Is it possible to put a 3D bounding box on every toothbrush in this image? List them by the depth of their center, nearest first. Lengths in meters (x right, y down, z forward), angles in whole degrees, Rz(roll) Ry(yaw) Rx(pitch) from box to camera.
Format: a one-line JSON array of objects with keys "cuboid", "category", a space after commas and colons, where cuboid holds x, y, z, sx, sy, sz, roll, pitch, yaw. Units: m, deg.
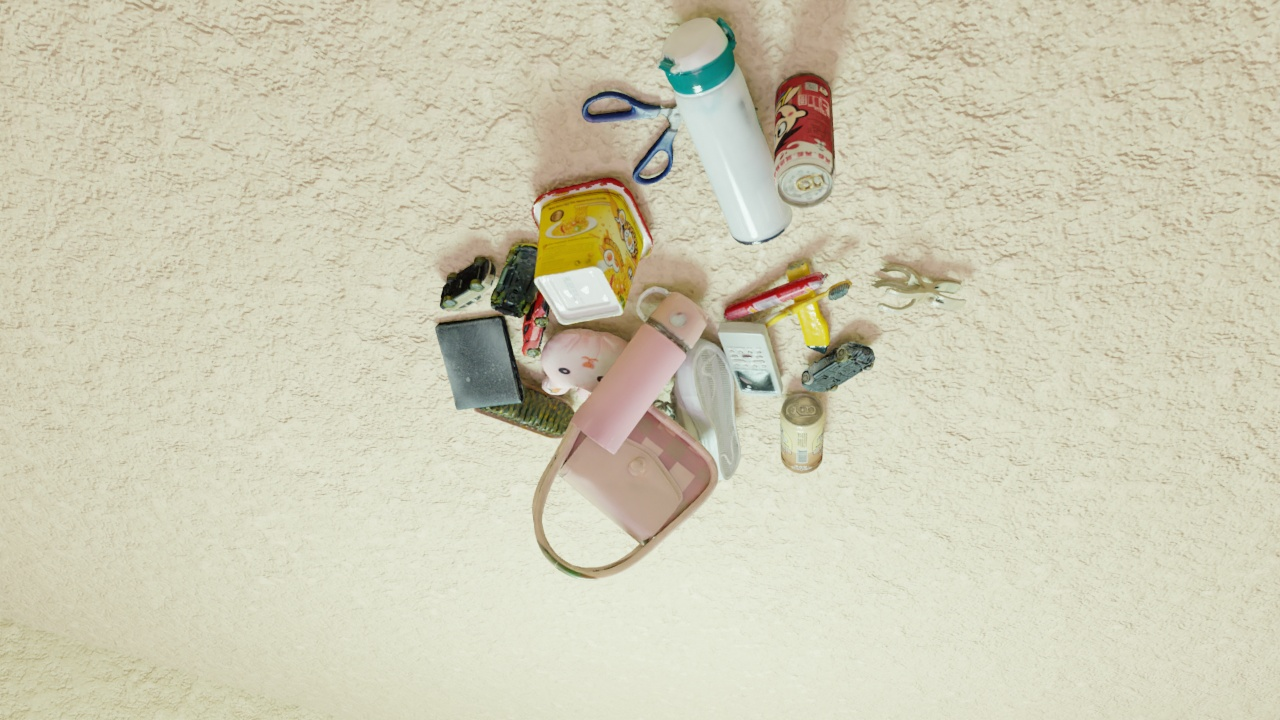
[{"cuboid": [0.171, -0.053, 1.072, 0.016, 0.018, 0.192, 39, 142, -21], "category": "toothbrush"}]

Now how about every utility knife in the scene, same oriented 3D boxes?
[{"cuboid": [0.200, -0.061, 1.079, 0.033, 0.015, 0.154, 1, 142, 24], "category": "utility knife"}]

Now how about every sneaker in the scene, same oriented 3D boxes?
[{"cuboid": [0.069, 0.059, 1.205, 0.091, 0.089, 0.242, 14, 140, 29], "category": "sneaker"}]

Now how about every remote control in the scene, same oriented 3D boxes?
[{"cuboid": [0.139, 0.001, 1.146, 0.058, 0.021, 0.150, 3, 148, 22], "category": "remote control"}]

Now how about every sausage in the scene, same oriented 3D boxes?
[{"cuboid": [0.153, -0.073, 1.055, 0.020, 0.020, 0.156, 36, 144, -30], "category": "sausage"}]

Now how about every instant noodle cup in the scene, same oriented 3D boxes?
[{"cuboid": [-0.057, -0.112, 0.976, 0.116, 0.123, 0.116, -8, 138, 20], "category": "instant noodle cup"}]

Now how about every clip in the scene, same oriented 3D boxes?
[{"cuboid": [0.307, -0.088, 1.031, 0.104, 0.084, 0.035, -10, 144, -18], "category": "clip"}]

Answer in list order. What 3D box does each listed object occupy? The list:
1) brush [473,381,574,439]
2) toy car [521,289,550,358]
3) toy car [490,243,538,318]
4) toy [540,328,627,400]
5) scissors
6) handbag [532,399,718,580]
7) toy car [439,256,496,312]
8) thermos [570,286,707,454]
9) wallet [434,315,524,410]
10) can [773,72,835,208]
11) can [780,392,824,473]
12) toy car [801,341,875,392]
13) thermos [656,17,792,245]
[{"cuboid": [-0.154, 0.066, 1.267, 0.145, 0.063, 0.073, 23, 168, -21], "category": "brush"}, {"cuboid": [-0.127, -0.049, 1.125, 0.031, 0.049, 0.107, 14, 142, -10], "category": "toy car"}, {"cuboid": [-0.142, -0.097, 1.083, 0.048, 0.032, 0.105, 19, 128, -14], "category": "toy car"}, {"cuboid": [-0.072, 0.012, 1.191, 0.121, 0.054, 0.160, 12, 148, -9], "category": "toy"}, {"cuboid": [0.024, -0.235, 0.900, 0.175, 0.012, 0.163, 10, 140, -4], "category": "scissors"}, {"cuboid": [-0.035, 0.162, 1.131, 0.193, 0.233, 0.093, 40, 158, -2], "category": "handbag"}, {"cuboid": [-0.204, -0.089, 1.095, 0.091, 0.042, 0.035, -27, 140, 36], "category": "toy car"}, {"cuboid": [-0.006, 0.006, 1.078, 0.087, 0.198, 0.067, 35, 178, 5], "category": "thermos"}, {"cuboid": [-0.209, 0.004, 1.186, 0.097, 0.019, 0.121, -7, 107, 16], "category": "wallet"}, {"cuboid": [0.147, -0.199, 0.827, 0.053, 0.132, 0.053, 5, 141, 4], "category": "can"}, {"cuboid": [0.218, 0.100, 1.241, 0.058, 0.058, 0.116, 0, 140, 10], "category": "can"}, {"cuboid": [0.244, 0.008, 1.143, 0.049, 0.031, 0.106, 18, 144, -27], "category": "toy car"}, {"cuboid": [0.084, -0.213, 0.864, 0.073, 0.073, 0.224, -10, 137, 21], "category": "thermos"}]
